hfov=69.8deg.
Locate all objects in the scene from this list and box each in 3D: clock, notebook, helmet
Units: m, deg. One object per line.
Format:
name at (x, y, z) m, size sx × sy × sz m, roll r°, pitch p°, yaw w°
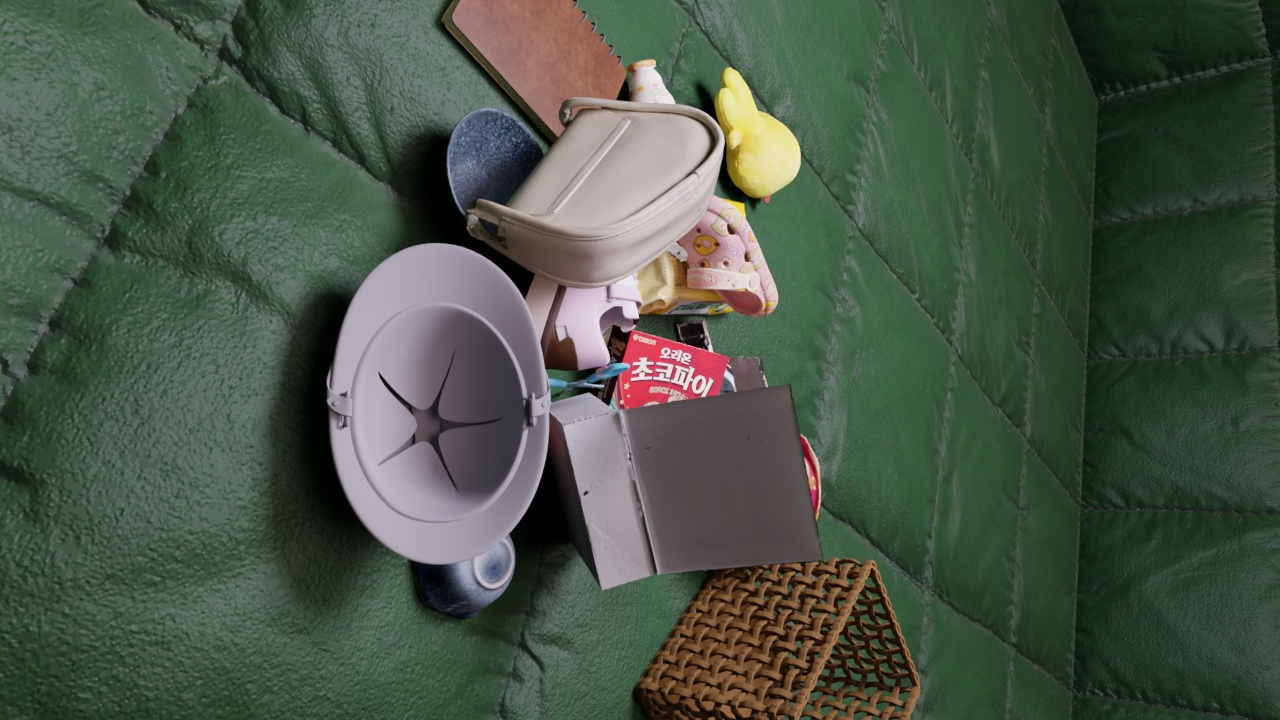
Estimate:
clock at (0.101, 0.040, 1.151) m, size 0.057 × 0.118 × 0.083 m, roll -60°, pitch 142°, yaw -82°
notebook at (-0.107, -0.348, 1.017) m, size 0.225 × 0.024 × 0.167 m, roll 43°, pitch 56°, yaw -40°
helmet at (-0.182, 0.043, 0.812) m, size 0.183 × 0.118 × 0.271 m, roll 1°, pitch 77°, yaw -20°

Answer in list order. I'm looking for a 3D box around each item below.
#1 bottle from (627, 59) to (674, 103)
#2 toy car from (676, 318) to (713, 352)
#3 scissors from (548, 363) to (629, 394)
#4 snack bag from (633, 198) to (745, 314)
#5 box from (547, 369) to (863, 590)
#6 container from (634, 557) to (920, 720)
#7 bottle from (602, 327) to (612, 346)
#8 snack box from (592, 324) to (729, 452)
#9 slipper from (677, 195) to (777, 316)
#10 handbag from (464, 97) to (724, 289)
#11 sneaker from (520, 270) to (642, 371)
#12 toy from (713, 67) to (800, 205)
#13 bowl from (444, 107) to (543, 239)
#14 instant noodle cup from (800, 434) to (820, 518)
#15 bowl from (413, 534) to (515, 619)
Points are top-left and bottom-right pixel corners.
bottle at (0.012, -0.311, 1.126) m, size 0.063 × 0.063 × 0.109 m, roll -23°, pitch 103°, yaw -50°
toy car at (0.080, 0.002, 1.196) m, size 0.039 × 0.039 × 0.113 m, roll -48°, pitch 125°, yaw -68°
scissors at (-0.073, 0.023, 0.943) m, size 0.129 × 0.135 × 0.015 m, roll -3°, pitch 73°, yaw -29°
snack bag at (0.064, -0.140, 1.166) m, size 0.246 × 0.068 × 0.159 m, roll -5°, pitch 88°, yaw -51°
box at (0.034, 0.110, 0.881) m, size 0.164 × 0.331 × 0.167 m, roll -30°, pitch 109°, yaw -62°
container at (0.174, 0.400, 1.119) m, size 0.250 × 0.215 × 0.220 m, roll -46°, pitch 120°, yaw -43°
bottle at (-0.006, 0.006, 1.083) m, size 0.109 × 0.044 × 0.044 m, roll 48°, pitch 51°, yaw -36°
snack box at (0.019, 0.042, 1.060) m, size 0.152 × 0.036 × 0.132 m, roll 14°, pitch 94°, yaw -39°
slipper at (0.094, -0.109, 1.079) m, size 0.197 × 0.093 × 0.081 m, roll 52°, pitch 60°, yaw -34°
handbag at (-0.038, -0.154, 0.901) m, size 0.228 × 0.184 × 0.132 m, roll -58°, pitch 167°, yaw -37°
sneaker at (-0.036, -0.116, 0.971) m, size 0.112 × 0.116 × 0.293 m, roll 95°, pitch 13°, yaw -61°
toy at (0.159, -0.311, 1.287) m, size 0.207 × 0.092 × 0.133 m, roll 45°, pitch 50°, yaw -35°
bowl at (-0.155, -0.175, 0.909) m, size 0.137 × 0.057 × 0.137 m, roll 9°, pitch 79°, yaw -50°
instant noodle cup at (0.135, 0.164, 1.150) m, size 0.077 × 0.179 × 0.178 m, roll 10°, pitch 78°, yaw -33°
bowl at (-0.156, 0.189, 0.867) m, size 0.110 × 0.055 × 0.110 m, roll 10°, pitch 77°, yaw -50°
